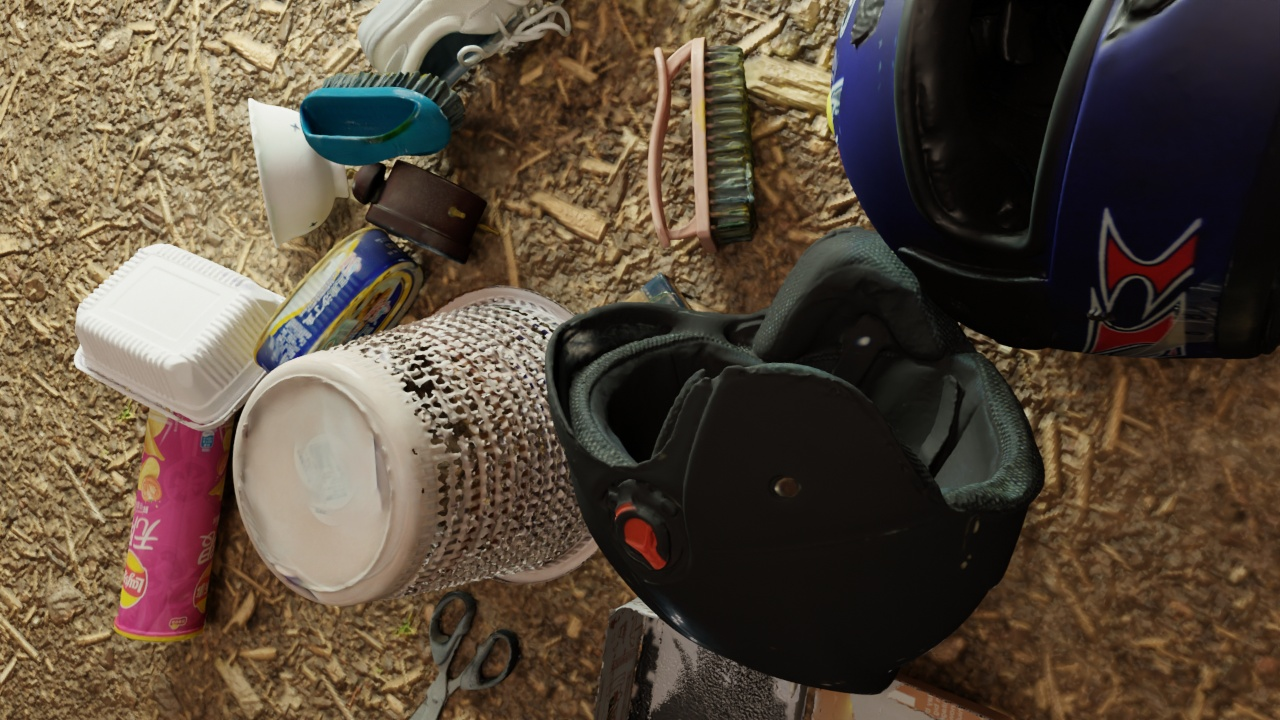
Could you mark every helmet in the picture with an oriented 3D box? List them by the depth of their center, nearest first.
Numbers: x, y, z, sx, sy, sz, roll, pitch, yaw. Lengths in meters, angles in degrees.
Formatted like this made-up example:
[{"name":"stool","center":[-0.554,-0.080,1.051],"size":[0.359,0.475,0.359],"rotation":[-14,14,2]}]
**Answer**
[{"name":"helmet","center":[0.210,-0.134,0.431],"size":[0.240,0.315,0.247],"rotation":[26,91,33]},{"name":"helmet","center":[0.077,0.058,0.522],"size":[0.275,0.232,0.230],"rotation":[12,116,20]}]

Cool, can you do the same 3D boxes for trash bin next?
[{"name":"trash bin","center":[-0.145,0.064,0.614],"size":[0.228,0.191,0.227],"rotation":[3,96,28]}]

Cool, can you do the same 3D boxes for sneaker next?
[{"name":"sneaker","center":[-0.101,-0.275,0.678],"size":[0.243,0.089,0.090],"rotation":[-36,78,18]}]

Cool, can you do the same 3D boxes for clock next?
[{"name":"clock","center":[-0.173,-0.119,0.706],"size":[0.122,0.082,0.055],"rotation":[26,93,19]}]

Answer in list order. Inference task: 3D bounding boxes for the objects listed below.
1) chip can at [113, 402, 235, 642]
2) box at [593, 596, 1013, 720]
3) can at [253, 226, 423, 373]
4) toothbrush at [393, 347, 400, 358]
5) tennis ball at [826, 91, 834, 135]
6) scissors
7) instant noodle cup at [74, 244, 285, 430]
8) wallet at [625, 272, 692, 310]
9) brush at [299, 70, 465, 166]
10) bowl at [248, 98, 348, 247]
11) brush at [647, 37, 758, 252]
[{"name":"chip can","center":[-0.400,0.129,0.793],"size":[0.071,0.071,0.210],"rotation":[10,92,22]},{"name":"box","center":[0.093,0.264,0.575],"size":[0.261,0.105,0.178],"rotation":[9,92,22]},{"name":"can","center":[-0.239,-0.035,0.729],"size":[0.049,0.074,0.148],"rotation":[42,92,16]},{"name":"toothbrush","center":[-0.255,0.031,0.769],"size":[0.181,0.015,0.018],"rotation":[-31,84,19]},{"name":"tennis ball","center":[0.152,-0.163,0.586],"size":[0.065,0.065,0.065],"rotation":[-1,88,22]},{"name":"scissors","center":[-0.163,0.260,0.730],"size":[0.169,0.014,0.156],"rotation":[-19,83,23]},{"name":"instant noodle cup","center":[-0.383,-0.032,0.763],"size":[0.173,0.060,0.137],"rotation":[20,59,22]},{"name":"wallet","center":[-0.004,0.004,0.663],"size":[0.115,0.033,0.090],"rotation":[-36,77,20]},{"name":"brush","center":[-0.199,-0.173,0.676],"size":[0.144,0.055,0.073],"rotation":[10,52,30]},{"name":"bowl","center":[-0.275,-0.155,0.749],"size":[0.064,0.118,0.118],"rotation":[-10,83,-18]},{"name":"brush","center":[0.041,-0.150,0.631],"size":[0.073,0.063,0.145],"rotation":[-4,86,11]}]
